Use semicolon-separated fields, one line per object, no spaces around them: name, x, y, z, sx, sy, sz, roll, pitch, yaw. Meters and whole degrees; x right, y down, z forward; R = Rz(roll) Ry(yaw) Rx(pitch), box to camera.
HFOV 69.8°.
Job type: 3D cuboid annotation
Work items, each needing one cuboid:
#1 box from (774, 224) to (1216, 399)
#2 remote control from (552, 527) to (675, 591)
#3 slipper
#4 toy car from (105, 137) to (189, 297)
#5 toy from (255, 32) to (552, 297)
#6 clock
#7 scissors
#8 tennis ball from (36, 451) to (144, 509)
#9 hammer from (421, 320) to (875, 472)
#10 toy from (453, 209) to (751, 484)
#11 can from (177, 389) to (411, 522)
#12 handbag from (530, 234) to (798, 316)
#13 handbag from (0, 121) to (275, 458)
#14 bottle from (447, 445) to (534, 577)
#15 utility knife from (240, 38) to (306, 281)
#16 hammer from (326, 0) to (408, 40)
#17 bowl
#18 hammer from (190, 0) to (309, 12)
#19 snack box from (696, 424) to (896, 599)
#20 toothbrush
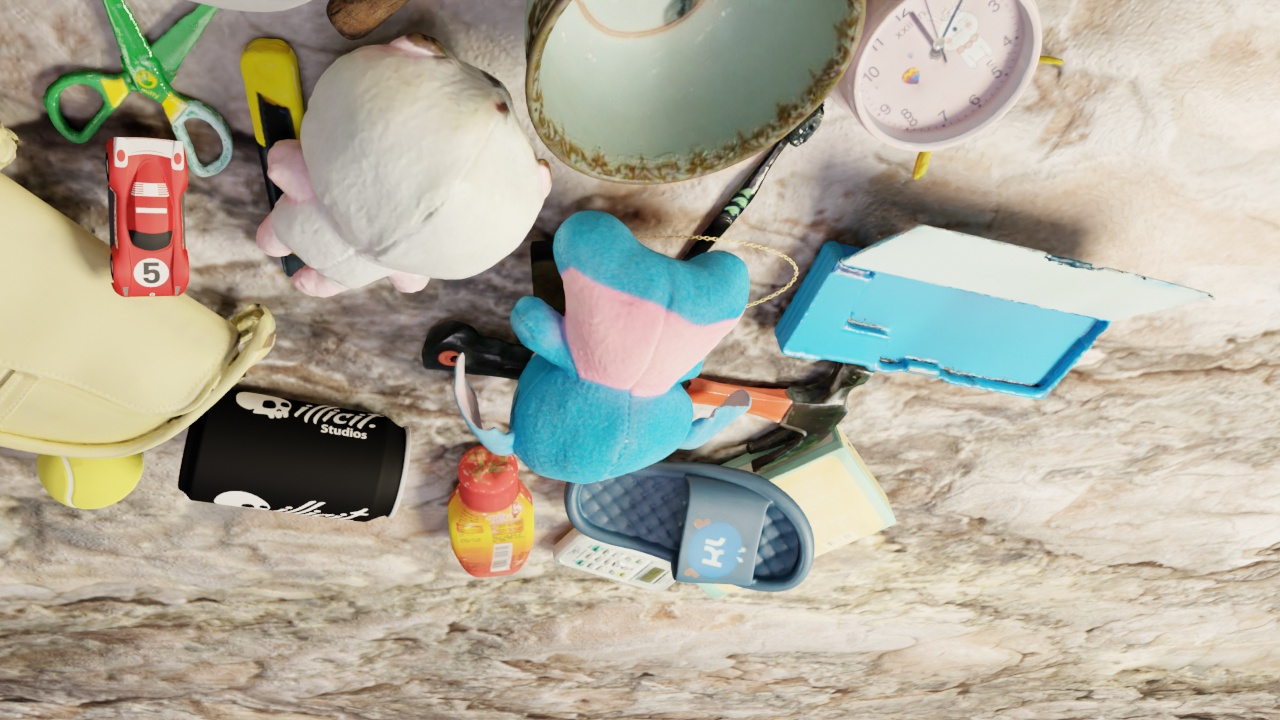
box;0.241;-0.045;0.652;0.243;0.059;0.176;9;150;-19
remote control;-0.018;0.186;0.869;0.133;0.022;0.050;24;127;-31
slipper;0.039;0.132;0.753;0.214;0.059;0.104;15;108;6
toy car;-0.270;-0.078;0.504;0.038;0.025;0.089;-4;111;-34
toy;-0.138;-0.090;0.506;0.180;0.101;0.139;-25;132;28
clock;0.145;-0.180;0.490;0.117;0.058;0.158;-38;130;26
scissors;-0.254;-0.145;0.486;0.127;0.011;0.123;-31;134;23
tennis ball;-0.388;0.072;0.648;0.065;0.065;0.065;-5;136;-5
hammer;0.005;0.016;0.693;0.332;0.033;0.133;11;133;-19
toy;-0.004;0.003;0.596;0.223;0.098;0.192;7;128;-25
can;-0.247;0.070;0.662;0.146;0.080;0.080;12;132;-22
handbag;0.017;-0.055;0.619;0.178;0.027;0.084;-5;140;-5
handbag;-0.362;-0.025;0.539;0.191;0.088;0.233;-33;132;17
bottle;-0.125;0.127;0.767;0.071;0.048;0.134;-2;136;-9
utility knife;-0.204;-0.103;0.536;0.028;0.020;0.175;0;137;-9
hammer;-0.012;-0.228;0.389;0.331;0.119;0.033;-24;122;23
bowl;0.014;-0.171;0.437;0.160;0.093;0.160;-14;153;-7
hammer;-0.144;-0.280;0.355;0.125;0.029;0.312;15;131;-24
snack box;0.116;0.139;0.829;0.194;0.044;0.141;-27;133;16
toothbrush;0.058;-0.094;0.596;0.014;0.017;0.189;23;129;-23
